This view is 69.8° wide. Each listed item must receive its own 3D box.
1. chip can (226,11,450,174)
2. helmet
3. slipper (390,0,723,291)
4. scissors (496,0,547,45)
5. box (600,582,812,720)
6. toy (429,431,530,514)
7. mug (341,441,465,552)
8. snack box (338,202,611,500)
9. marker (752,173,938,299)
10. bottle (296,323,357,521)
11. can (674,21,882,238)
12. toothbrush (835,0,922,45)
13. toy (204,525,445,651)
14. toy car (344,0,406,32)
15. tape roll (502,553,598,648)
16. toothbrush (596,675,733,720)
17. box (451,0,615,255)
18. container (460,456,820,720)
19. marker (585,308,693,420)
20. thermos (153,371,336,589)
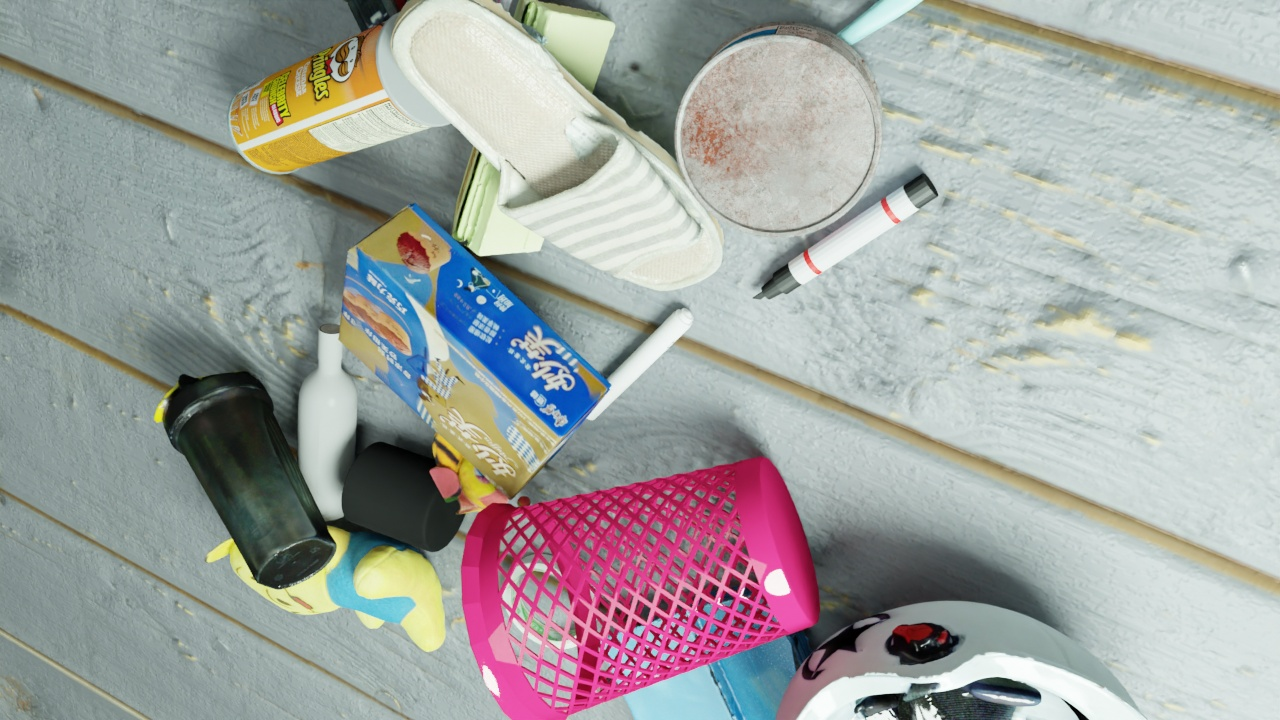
[{"bbox_3d":[-0.219,-0.190,0.673,0.215,0.075,0.075,-1,112,42],"label":"chip can"},{"bbox_3d":[0.228,0.271,0.660,0.265,0.163,0.236,-31,101,24],"label":"helmet"},{"bbox_3d":[-0.049,-0.130,0.606,0.115,0.053,0.272,-21,131,40],"label":"slipper"},{"bbox_3d":[-0.103,-0.238,0.625,0.172,0.013,0.171,28,113,50],"label":"scissors"},{"bbox_3d":[0.087,0.312,0.795,0.177,0.047,0.231,-21,97,21],"label":"box"},{"bbox_3d":[-0.145,0.095,0.796,0.046,0.084,0.103,-35,83,37],"label":"toy"},{"bbox_3d":[-0.211,0.135,0.849,0.088,0.078,0.114,16,144,17],"label":"mug"},{"bbox_3d":[-0.138,0.000,0.723,0.202,0.069,0.155,43,150,2],"label":"snack box"},{"bbox_3d":[0.136,-0.079,0.633,0.146,0.019,0.019,-34,95,31],"label":"marker"},{"bbox_3d":[-0.293,0.057,0.858,0.052,0.052,0.196,20,118,15],"label":"bottle"},{"bbox_3d":[0.090,-0.148,0.595,0.130,0.044,0.130,7,122,11],"label":"can"},{"bbox_3d":[0.115,-0.196,0.595,0.181,0.016,0.016,-30,100,29],"label":"toothbrush"},{"bbox_3d":[-0.298,0.207,0.898,0.214,0.083,0.149,3,137,22],"label":"toy"},{"bbox_3d":[-0.192,-0.260,0.689,0.042,0.036,0.091,-23,101,30],"label":"toy car"},{"bbox_3d":[-0.085,0.226,0.860,0.094,0.018,0.094,9,114,20],"label":"tape roll"},{"bbox_3d":[0.044,0.326,0.846,0.190,0.016,0.016,13,115,18],"label":"toothbrush"},{"bbox_3d":[-0.088,-0.167,0.664,0.090,0.077,0.188,31,119,9],"label":"box"},{"bbox_3d":[0.009,0.167,0.704,0.226,0.182,0.183,-20,103,16],"label":"container"},{"bbox_3d":[-0.004,0.004,0.729,0.017,0.020,0.134,44,121,-3],"label":"marker"},{"bbox_3d":[-0.357,0.100,0.832,0.221,0.098,0.098,51,125,26],"label":"thermos"}]
